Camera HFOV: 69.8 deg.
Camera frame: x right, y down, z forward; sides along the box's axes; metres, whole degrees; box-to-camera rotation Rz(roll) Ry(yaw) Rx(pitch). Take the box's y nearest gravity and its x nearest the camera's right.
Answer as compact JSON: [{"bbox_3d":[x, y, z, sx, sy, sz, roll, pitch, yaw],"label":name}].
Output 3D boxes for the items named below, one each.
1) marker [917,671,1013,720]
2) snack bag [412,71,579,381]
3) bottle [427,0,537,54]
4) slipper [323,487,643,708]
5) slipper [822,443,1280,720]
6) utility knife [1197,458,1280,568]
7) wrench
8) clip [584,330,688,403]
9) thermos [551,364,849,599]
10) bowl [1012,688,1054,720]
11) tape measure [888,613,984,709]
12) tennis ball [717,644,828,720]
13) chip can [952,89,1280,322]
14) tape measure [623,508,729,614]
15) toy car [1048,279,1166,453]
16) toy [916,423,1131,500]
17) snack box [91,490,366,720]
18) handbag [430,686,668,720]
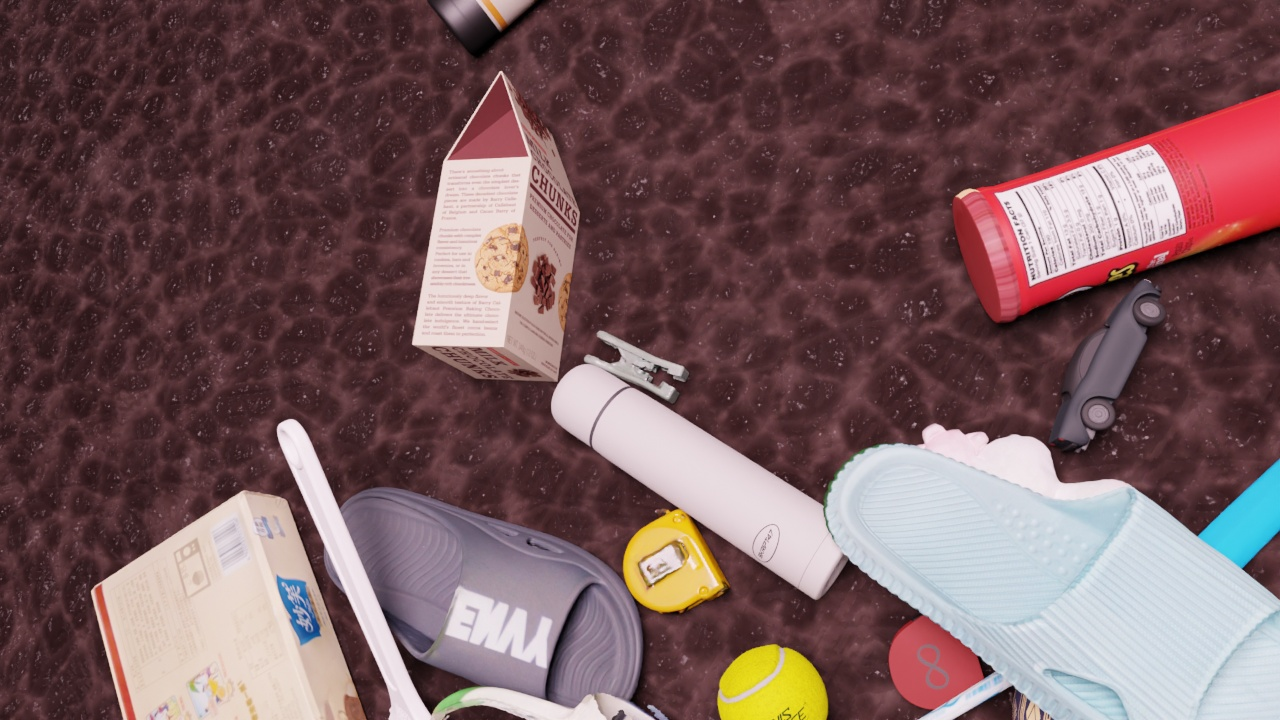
[{"bbox_3d":[0.162,0.218,0.540,0.142,0.013,0.013,-38,67,15],"label":"marker"},{"bbox_3d":[-0.098,-0.097,0.680,0.070,0.094,0.206,2,76,18],"label":"snack bag"},{"bbox_3d":[-0.091,-0.337,0.765,0.182,0.059,0.059,-39,67,4],"label":"bottle"},{"bbox_3d":[-0.121,0.154,0.626,0.268,0.083,0.110,19,80,23],"label":"slipper"},{"bbox_3d":[0.218,0.118,0.476,0.276,0.069,0.115,30,71,32],"label":"slipper"},{"bbox_3d":[0.352,0.093,0.524,0.207,0.015,0.031,-47,68,5],"label":"utility knife"},{"bbox_3d":[-0.177,0.165,0.598,0.066,0.018,0.273,-6,107,52],"label":"wrench"},{"bbox_3d":[-0.004,0.004,0.662,0.076,0.023,0.043,25,82,20],"label":"clip"},{"bbox_3d":[0.036,0.073,0.611,0.224,0.052,0.052,31,86,23],"label":"thermos"},{"bbox_3d":[0.261,0.201,0.492,0.113,0.061,0.112,-4,79,20],"label":"bowl"},{"bbox_3d":[0.176,0.178,0.555,0.051,0.019,0.059,-18,79,15],"label":"tape measure"},{"bbox_3d":[0.080,0.206,0.554,0.065,0.065,0.065,-5,73,17],"label":"tennis ball"},{"bbox_3d":[0.308,-0.096,0.554,0.213,0.087,0.087,-19,70,11],"label":"chip can"},{"bbox_3d":[0.018,0.137,0.613,0.059,0.030,0.068,-31,67,5],"label":"tape measure"},{"bbox_3d":[0.280,0.003,0.557,0.034,0.046,0.112,27,86,17],"label":"toy car"},{"bbox_3d":[0.225,0.082,0.557,0.125,0.037,0.076,28,89,28],"label":"toy"},{"bbox_3d":[-0.306,0.225,0.679,0.153,0.055,0.207,-32,68,7],"label":"snack box"},{"bbox_3d":[-0.055,0.266,0.564,0.176,0.074,0.151,40,95,5],"label":"handbag"}]
